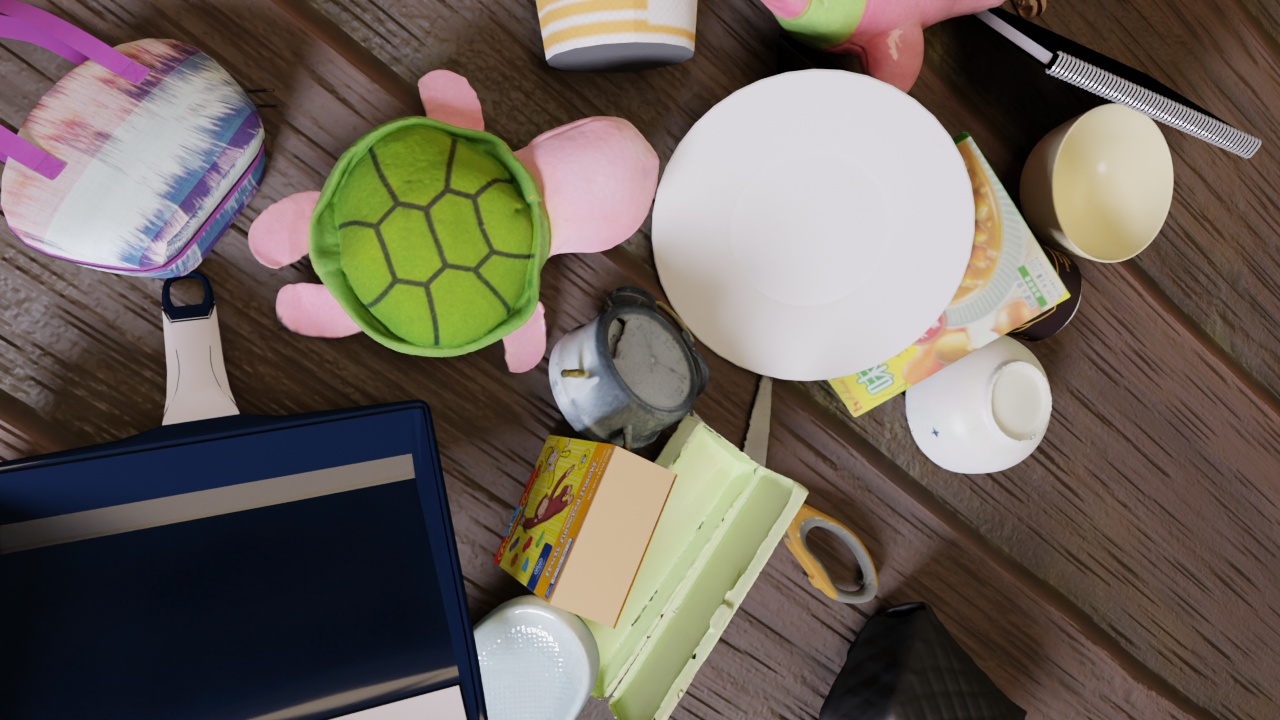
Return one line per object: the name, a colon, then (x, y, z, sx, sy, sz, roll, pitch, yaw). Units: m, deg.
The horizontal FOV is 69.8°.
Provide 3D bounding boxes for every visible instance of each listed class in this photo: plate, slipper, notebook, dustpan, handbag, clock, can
plate: (0.112, -0.085, 0.610, 0.209, 0.015, 0.209, 3, 113, 6)
slipper: (-0.117, 0.238, 0.512, 0.104, 0.074, 0.245, 39, 88, 4)
notebook: (0.357, -0.222, 0.708, 0.206, 0.148, 0.016, 13, 123, -21)
dustpan: (-0.222, 0.080, 0.481, 0.236, 0.080, 0.272, -9, 57, -22)
handbag: (0.199, 0.263, 0.666, 0.153, 0.115, 0.124, 45, 50, -11)
clock: (-0.003, 0.003, 0.587, 0.090, 0.052, 0.129, 50, 38, -6)
handbag: (-0.296, -0.129, 0.485, 0.170, 0.068, 0.144, 33, 70, -10)
can: (0.263, -0.064, 0.693, 0.128, 0.072, 0.072, 18, 82, -20)

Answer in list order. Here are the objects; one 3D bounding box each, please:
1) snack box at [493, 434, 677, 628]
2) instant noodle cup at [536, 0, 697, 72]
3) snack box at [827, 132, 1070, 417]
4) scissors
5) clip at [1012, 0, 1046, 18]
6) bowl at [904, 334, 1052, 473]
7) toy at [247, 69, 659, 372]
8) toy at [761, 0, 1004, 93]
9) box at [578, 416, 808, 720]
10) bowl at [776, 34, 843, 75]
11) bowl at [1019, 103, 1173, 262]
snack box: (-0.037, 0.095, 0.542, 0.040, 0.126, 0.088, 27, 79, -19)
instant noodle cup: (-0.016, -0.250, 0.570, 0.123, 0.123, 0.121, -6, 98, -22)
snack box: (0.186, -0.055, 0.637, 0.168, 0.027, 0.132, -33, 103, 19)
scissors: (0.072, 0.118, 0.643, 0.224, 0.016, 0.225, -45, 102, -17)
clip: (0.310, -0.310, 0.745, 0.045, 0.024, 0.062, -7, 94, -22)
bowl: (0.265, 0.031, 0.696, 0.113, 0.063, 0.113, 1, 87, -21)
toy: (-0.102, -0.078, 0.543, 0.238, 0.088, 0.190, -17, 99, -14)
toy: (0.166, -0.275, 0.646, 0.236, 0.097, 0.192, -3, 71, -21)
box: (0.010, 0.129, 0.572, 0.083, 0.091, 0.188, 34, 84, -11)
bowl: (0.133, -0.170, 0.643, 0.124, 0.124, 0.053, 25, 117, -19)
bowl: (0.343, -0.136, 0.723, 0.118, 0.074, 0.118, -2, 97, -20)
